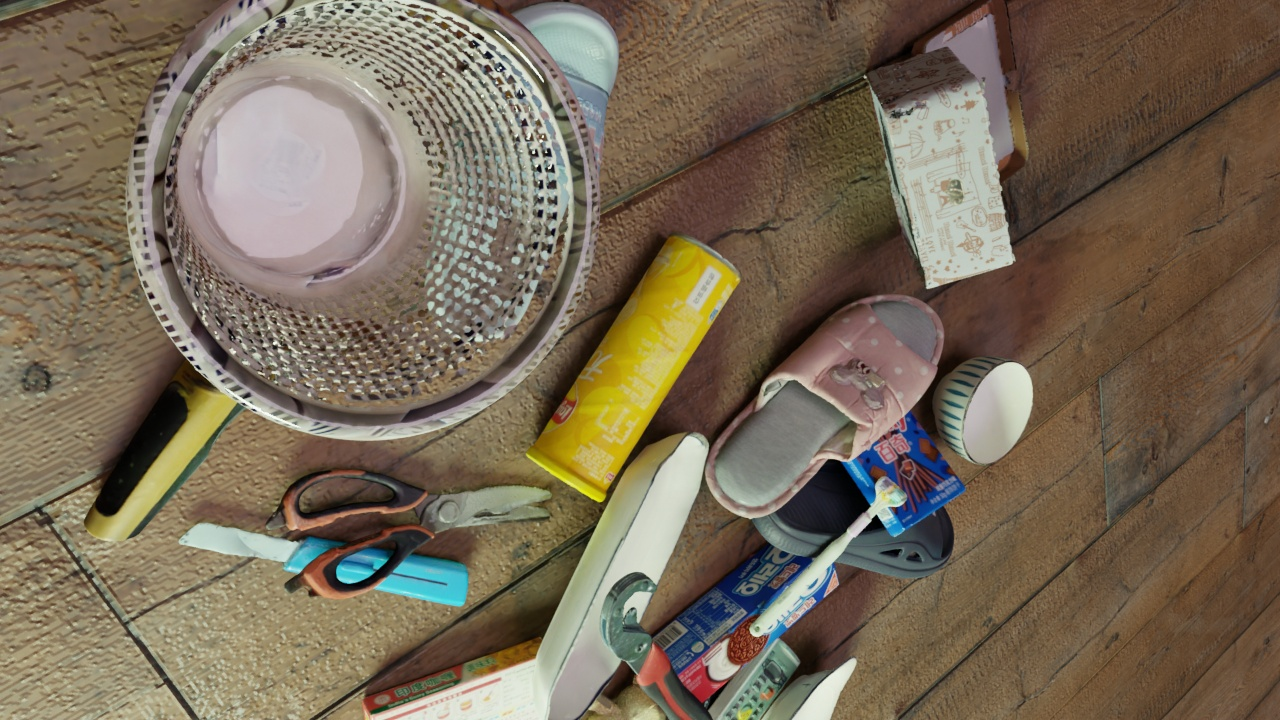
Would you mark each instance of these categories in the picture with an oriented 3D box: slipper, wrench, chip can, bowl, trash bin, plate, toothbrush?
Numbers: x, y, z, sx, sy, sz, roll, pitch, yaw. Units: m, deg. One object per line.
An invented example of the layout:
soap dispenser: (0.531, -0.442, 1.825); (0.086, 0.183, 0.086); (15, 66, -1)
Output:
slipper: (0.226, 0.143, 0.890); (0.267, 0.110, 0.084); (12, 136, -31)
wrench: (0.020, 0.265, 0.769); (0.056, 0.016, 0.274); (-39, 134, -18)
chip can: (-0.004, 0.004, 0.726); (0.072, 0.072, 0.213); (36, 83, -36)
bowl: (0.358, 0.048, 0.986); (0.116, 0.066, 0.116); (-12, 112, -31)
trash bin: (-0.166, -0.092, 0.511); (0.227, 0.192, 0.228); (-11, 111, -31)
plate: (0.154, 0.381, 0.949); (0.163, 0.034, 0.164); (-22, 134, -44)
slipper: (0.170, 0.034, 0.831); (0.274, 0.114, 0.054); (-40, 166, -11)
plate: (-0.019, 0.175, 0.755); (0.265, 0.034, 0.162); (-65, 160, -3)
toothbrush: (0.165, 0.180, 0.827); (0.190, 0.029, 0.020); (-48, 160, 8)
slipper: (-0.081, -0.127, 0.633); (0.104, 0.074, 0.245); (15, 97, -35)

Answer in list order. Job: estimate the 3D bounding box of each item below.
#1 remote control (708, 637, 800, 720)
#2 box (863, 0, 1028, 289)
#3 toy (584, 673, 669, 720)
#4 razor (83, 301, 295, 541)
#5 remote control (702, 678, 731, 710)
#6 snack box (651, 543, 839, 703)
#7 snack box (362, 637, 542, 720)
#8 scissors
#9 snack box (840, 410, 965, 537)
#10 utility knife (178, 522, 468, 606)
remote control: (0.103, 0.335, 0.903); (0.135, 0.019, 0.056); (-49, 126, -15)
box: (0.287, -0.204, 0.845); (0.272, 0.125, 0.179); (-53, 131, -43)
toy: (-0.043, 0.344, 0.820); (0.157, 0.066, 0.105); (-26, 76, -21)
razor: (-0.282, 0.038, 0.564); (0.167, 0.062, 0.067); (-54, 158, -1)
remote control: (0.074, 0.333, 0.911); (0.136, 0.024, 0.053); (6, 99, -37)
snack box: (0.099, 0.243, 0.879); (0.207, 0.057, 0.058); (-34, 123, -21)
snack box: (-0.144, 0.288, 0.749); (0.155, 0.027, 0.077); (-10, 110, -31)
scissors: (-0.160, 0.128, 0.685); (0.205, 0.015, 0.196); (45, 61, -27)
snack box: (0.228, 0.079, 0.871); (0.084, 0.026, 0.157); (-24, 72, -26)
utility knife: (-0.218, 0.146, 0.662); (0.216, 0.018, 0.034); (22, 93, -35)
